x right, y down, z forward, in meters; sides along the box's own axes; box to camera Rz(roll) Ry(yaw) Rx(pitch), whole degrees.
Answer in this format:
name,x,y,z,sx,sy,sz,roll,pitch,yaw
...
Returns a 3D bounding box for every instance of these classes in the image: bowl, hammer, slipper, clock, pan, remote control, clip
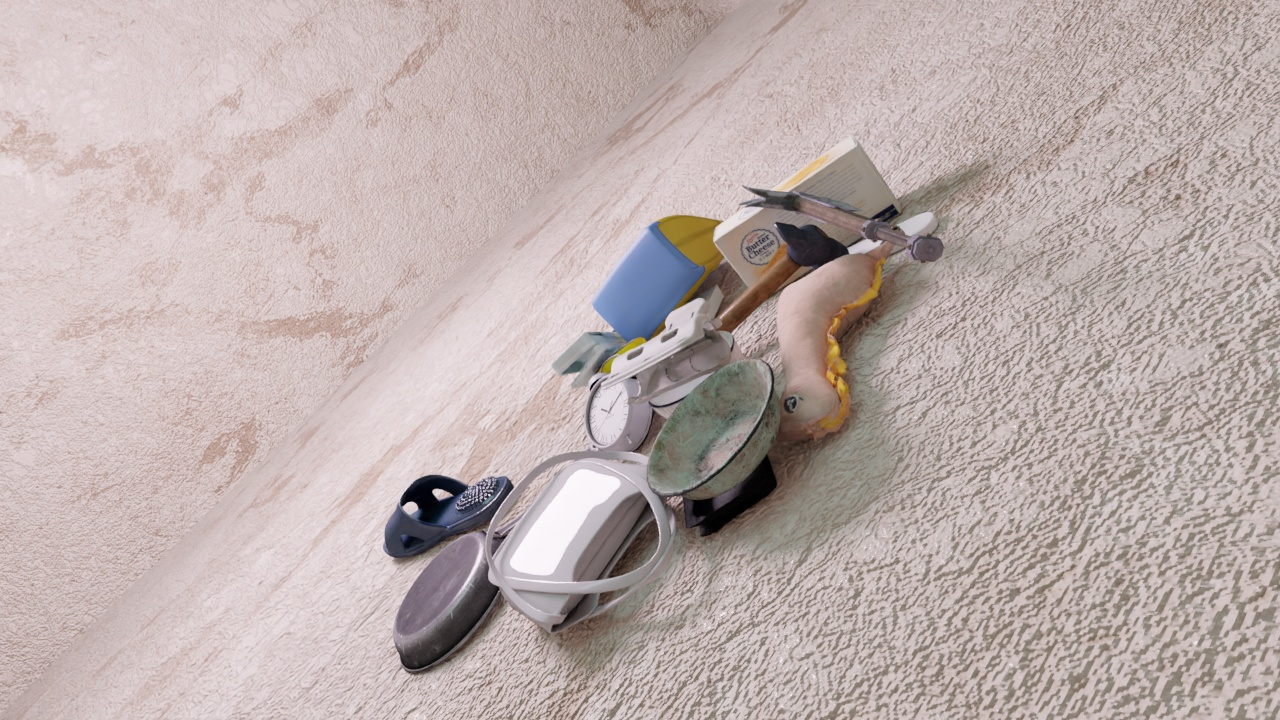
name,x,y,z,sx,sy,sz,roll,pitch,yaw
bowl,0.071,0.029,1.008,0.118,0.062,0.118,-36,21,15
hammer,0.094,-0.038,1.072,0.323,0.129,0.040,-44,57,23
slipper,-0.284,0.197,1.273,0.264,0.082,0.101,-25,23,36
bowl,0.074,0.070,0.847,0.158,0.038,0.157,-41,21,20
clock,-0.029,0.052,1.089,0.095,0.035,0.122,-31,58,43
hammer,0.220,-0.141,0.936,0.316,0.147,0.028,-125,41,-68
pan,-0.163,0.212,1.084,0.356,0.055,0.187,-51,21,-14
remote control,0.073,-0.047,1.220,0.050,0.024,0.143,-29,21,39
remote control,0.275,-0.132,1.050,0.137,0.013,0.043,-25,25,38
clock,-0.007,0.007,1.154,0.083,0.057,0.119,-27,-16,-47
clip,0.043,-0.002,0.976,0.126,0.097,0.152,-24,4,35

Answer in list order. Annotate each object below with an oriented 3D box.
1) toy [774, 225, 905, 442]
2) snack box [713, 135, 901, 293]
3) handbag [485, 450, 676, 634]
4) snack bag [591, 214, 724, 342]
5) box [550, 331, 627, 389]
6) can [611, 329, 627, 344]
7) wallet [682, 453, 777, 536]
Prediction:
name,x,y,z,sx,sy,sz,roll,pitch,yaw
toy,0.194,-0.029,0.910,0.196,0.065,0.263,-35,22,23
snack box,0.203,-0.174,1.135,0.208,0.104,0.057,-33,21,20
handbag,-0.040,0.162,0.886,0.223,0.095,0.215,-4,43,55
snack bag,0.046,-0.126,1.296,0.159,0.102,0.204,-50,-9,34
box,-0.059,-0.006,1.224,0.199,0.066,0.083,-2,-64,-80
can,-0.041,-0.024,1.370,0.080,0.031,0.031,-43,20,-6
wallet,0.082,0.111,0.866,0.089,0.026,0.114,-36,21,14
